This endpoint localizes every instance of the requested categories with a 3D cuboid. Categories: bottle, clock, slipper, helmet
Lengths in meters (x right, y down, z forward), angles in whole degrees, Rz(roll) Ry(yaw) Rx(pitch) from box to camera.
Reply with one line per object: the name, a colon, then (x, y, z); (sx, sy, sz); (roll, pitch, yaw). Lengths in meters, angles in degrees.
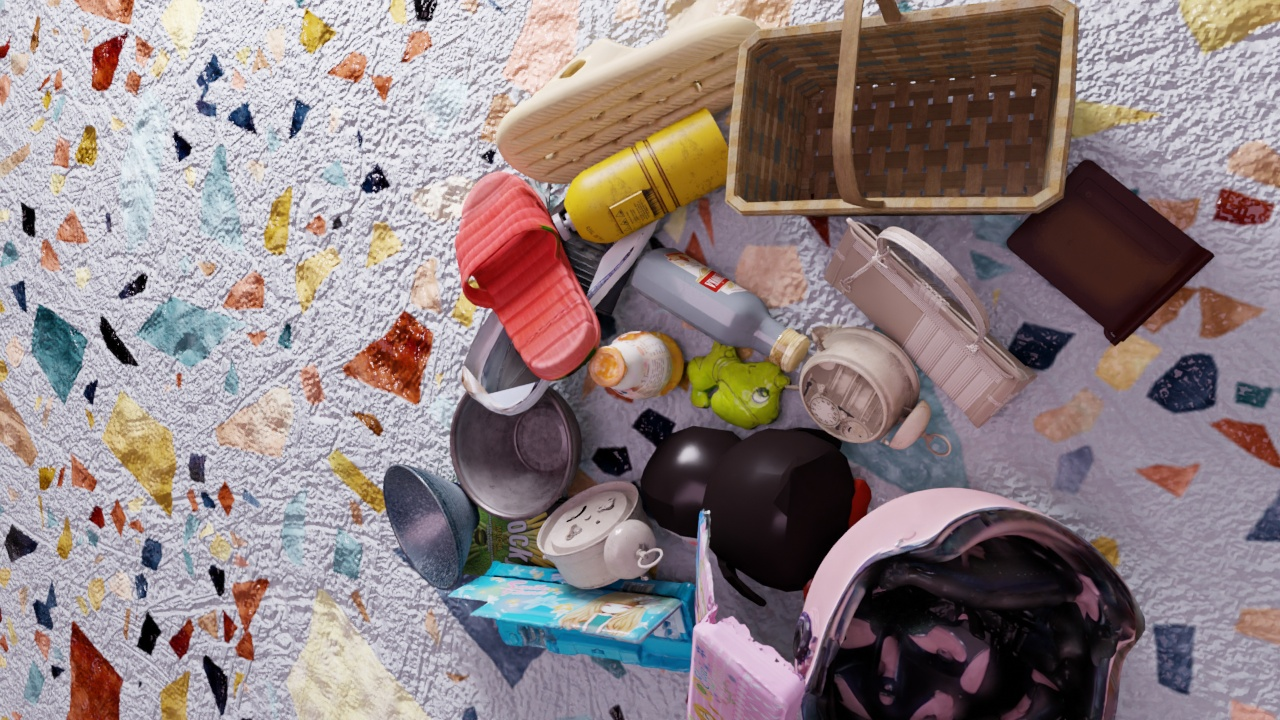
bottle: (-0.001, -0.155, 0.817); (0.164, 0.071, 0.071); (-27, 79, 6)
bottle: (-0.005, 0.005, 0.834); (0.063, 0.109, 0.063); (1, 92, 26)
clock: (-0.026, 0.167, 0.832); (0.157, 0.103, 0.061); (7, 129, 57)
slipper: (-0.070, -0.063, 0.881); (0.111, 0.063, 0.263); (28, 80, 28)
slipper: (-0.117, -0.088, 0.838); (0.103, 0.059, 0.248); (-35, 56, 10)
clock: (0.188, 0.035, 0.745); (0.141, 0.054, 0.093); (37, 141, 20)
helmet: (0.218, 0.209, 0.686); (0.230, 0.152, 0.256); (12, 103, -10)
slipper: (-0.009, -0.247, 0.840); (0.262, 0.111, 0.079); (-20, 53, 19)
bottle: (0.074, -0.044, 0.811); (0.161, 0.072, 0.046); (33, 112, 22)

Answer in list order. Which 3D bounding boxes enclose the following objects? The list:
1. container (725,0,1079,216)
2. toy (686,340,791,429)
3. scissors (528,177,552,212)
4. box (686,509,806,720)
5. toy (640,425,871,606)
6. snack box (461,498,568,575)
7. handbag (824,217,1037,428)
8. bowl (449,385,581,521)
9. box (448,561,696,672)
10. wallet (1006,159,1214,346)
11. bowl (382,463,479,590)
container: (0.181, -0.182, 0.674); (0.250, 0.186, 0.157); (5, 89, 30)
toy: (0.086, 0.022, 0.830); (0.094, 0.036, 0.093); (-38, 72, 30)
scissors: (-0.108, -0.162, 0.932); (0.118, 0.014, 0.161); (24, 101, 14)
box: (0.059, 0.237, 0.712); (0.062, 0.231, 0.160); (-20, 54, -14)
toy: (0.079, 0.109, 0.781); (0.184, 0.140, 0.158); (13, 61, 37)
snack box: (-0.132, 0.184, 0.956); (0.148, 0.025, 0.080); (-2, 91, 28)
handbag: (0.212, -0.044, 0.666); (0.062, 0.198, 0.175); (-43, 72, 4)
bowl: (-0.113, 0.082, 0.918); (0.145, 0.067, 0.145); (1, 93, 28)
box: (-0.060, 0.232, 0.861); (0.228, 0.170, 0.085); (-1, 62, 27)
wallet: (0.351, -0.083, 0.697); (0.115, 0.018, 0.092); (46, 111, 16)
bowl: (-0.202, 0.159, 0.934); (0.137, 0.057, 0.137); (25, 126, 40)
